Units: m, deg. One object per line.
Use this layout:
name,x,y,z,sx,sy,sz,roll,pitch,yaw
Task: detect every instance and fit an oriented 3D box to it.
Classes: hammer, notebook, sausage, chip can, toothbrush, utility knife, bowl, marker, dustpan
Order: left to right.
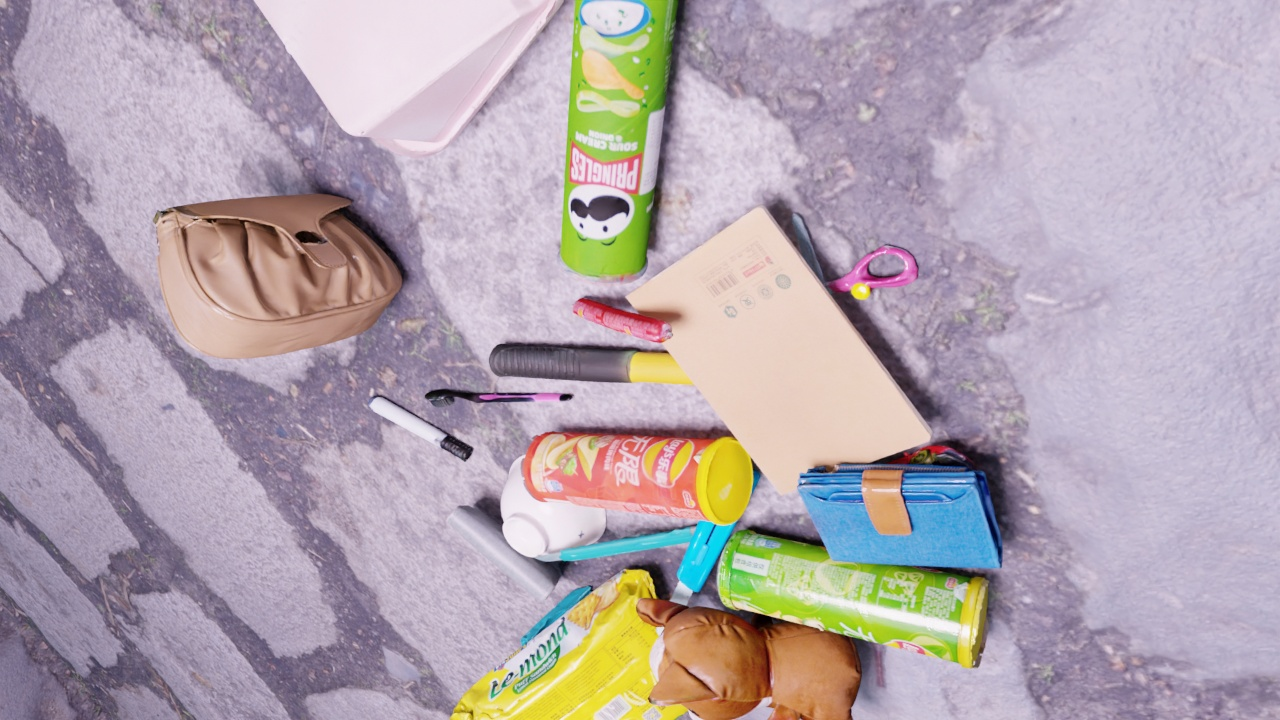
dustpan,-0.175,-0.281,0.678,0.274,0.138,0.222,-31,91,24
marker,-0.238,0.074,0.988,0.131,0.018,0.023,26,140,15
toothbrush,-0.143,0.039,0.907,0.190,0.014,0.018,-1,129,33
bowl,-0.101,0.159,0.927,0.118,0.064,0.118,17,128,23
chip can,-0.017,-0.170,0.644,0.072,0.072,0.237,22,129,19
sausage,-0.017,-0.032,0.732,0.156,0.020,0.020,21,136,58
utility knife,-0.020,0.178,0.885,0.176,0.013,0.029,-12,143,14
chip can,-0.008,0.100,0.808,0.217,0.073,0.073,-3,119,40
hammer,-0.005,0.005,0.781,0.301,0.032,0.129,2,121,31
utility knife,0.055,0.183,0.843,0.034,0.018,0.219,23,119,4
notebook,0.098,0.002,0.685,0.148,0.008,0.207,-31,102,43
chip can,0.173,0.195,0.770,0.222,0.072,0.073,7,123,29

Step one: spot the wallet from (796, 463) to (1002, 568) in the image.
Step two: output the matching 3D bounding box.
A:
wallet,0.194,0.118,0.685,0.133,0.040,0.106,-5,132,30

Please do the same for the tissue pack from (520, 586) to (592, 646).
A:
tissue pack,-0.066,0.320,0.993,0.050,0.093,0.133,-1,120,48

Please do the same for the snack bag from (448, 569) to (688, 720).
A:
snack bag,-0.048,0.336,0.923,0.246,0.068,0.158,-38,109,0

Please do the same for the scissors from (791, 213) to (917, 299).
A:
scissors,0.134,-0.043,0.661,0.134,0.017,0.134,-8,106,27

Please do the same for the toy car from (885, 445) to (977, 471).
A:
toy car,0.209,0.094,0.703,0.049,0.031,0.107,41,138,-14

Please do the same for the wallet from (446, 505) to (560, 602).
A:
wallet,-0.139,0.198,0.971,0.130,0.037,0.106,38,175,4

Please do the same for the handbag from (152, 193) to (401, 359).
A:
handbag,-0.313,-0.084,0.809,0.100,0.204,0.147,-43,80,32

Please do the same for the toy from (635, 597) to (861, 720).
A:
toy,0.092,0.278,0.818,0.199,0.140,0.131,17,109,-19
